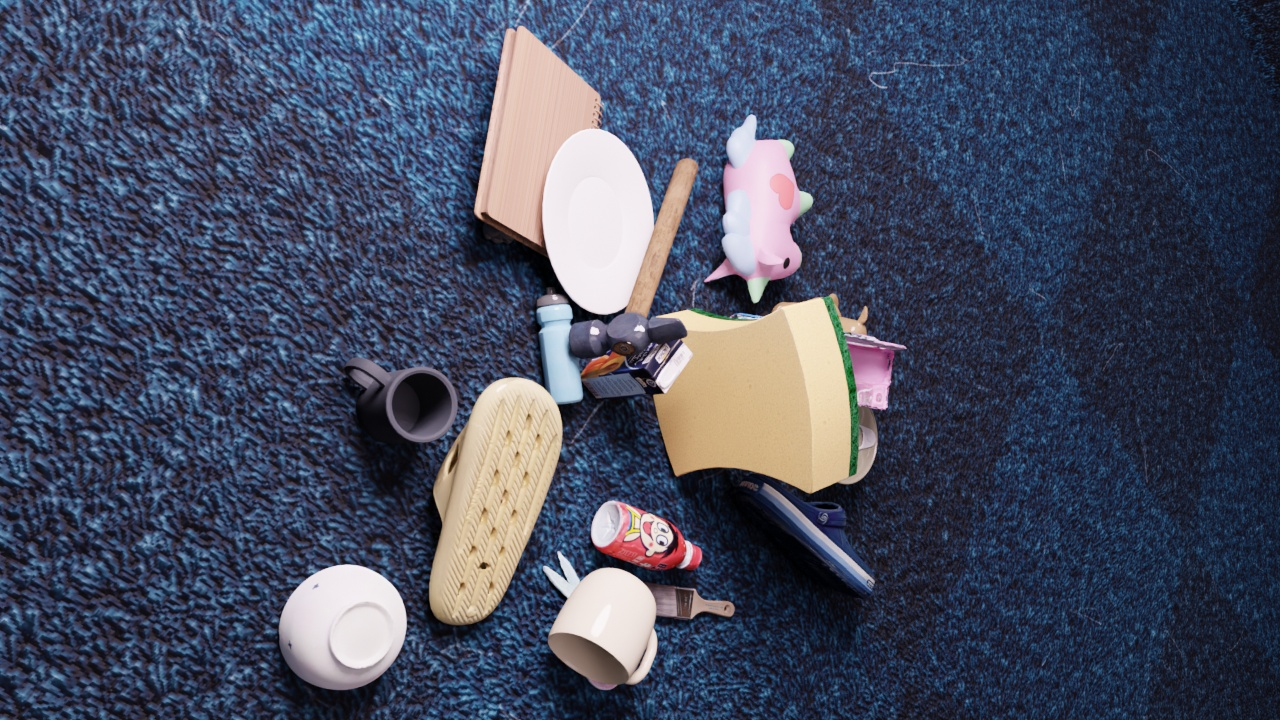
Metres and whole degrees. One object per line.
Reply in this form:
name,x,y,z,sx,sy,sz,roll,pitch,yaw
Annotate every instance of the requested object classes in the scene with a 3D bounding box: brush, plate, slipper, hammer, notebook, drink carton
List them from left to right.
slipper,-0.158,0.138,0.932,0.111,0.079,0.261,12,97,-38
notebook,-0.103,-0.226,1.002,0.169,0.022,0.210,25,69,-57
plate,-0.048,-0.157,1.050,0.208,0.015,0.208,-3,94,-55
drink carton,-0.006,0.006,1.021,0.040,0.130,0.064,49,59,-22
hammer,0.022,-0.130,1.061,0.040,0.129,0.320,59,36,-39
brush,0.058,0.296,1.116,0.151,0.012,0.039,17,75,-36
brush,0.121,0.036,1.039,0.075,0.251,0.195,-14,98,-37
slipper,0.230,0.220,1.193,0.253,0.105,0.095,42,70,-24

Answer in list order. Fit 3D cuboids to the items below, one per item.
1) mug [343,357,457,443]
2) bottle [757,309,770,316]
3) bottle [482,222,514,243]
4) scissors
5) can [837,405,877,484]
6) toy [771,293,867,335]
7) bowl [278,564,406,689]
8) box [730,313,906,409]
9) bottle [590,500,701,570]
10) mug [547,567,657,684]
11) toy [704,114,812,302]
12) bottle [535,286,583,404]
mug,-0.236,0.034,0.877,0.105,0.078,0.071,44,62,-25
bottle,0.191,-0.015,1.219,0.041,0.041,0.116,-35,89,-34
bottle,-0.145,-0.182,0.993,0.036,0.036,0.109,16,76,-35
scissors,-0.064,0.294,1.023,0.179,0.016,0.105,49,60,-23
can,0.251,0.103,1.241,0.127,0.073,0.127,4,83,-37
toy,0.258,-0.040,1.247,0.133,0.108,0.106,-11,120,-37
bowl,-0.267,0.248,0.844,0.113,0.063,0.113,5,82,-37
box,0.210,0.004,1.138,0.230,0.106,0.086,9,86,-5
bottle,0.012,0.210,1.059,0.137,0.062,0.062,26,70,-32
mug,-0.026,0.284,0.984,0.120,0.096,0.099,45,50,-16
toy,0.147,-0.198,1.177,0.170,0.120,0.222,-30,105,-45
bottle,-0.091,-0.017,1.016,0.040,0.040,0.130,-8,90,-37
